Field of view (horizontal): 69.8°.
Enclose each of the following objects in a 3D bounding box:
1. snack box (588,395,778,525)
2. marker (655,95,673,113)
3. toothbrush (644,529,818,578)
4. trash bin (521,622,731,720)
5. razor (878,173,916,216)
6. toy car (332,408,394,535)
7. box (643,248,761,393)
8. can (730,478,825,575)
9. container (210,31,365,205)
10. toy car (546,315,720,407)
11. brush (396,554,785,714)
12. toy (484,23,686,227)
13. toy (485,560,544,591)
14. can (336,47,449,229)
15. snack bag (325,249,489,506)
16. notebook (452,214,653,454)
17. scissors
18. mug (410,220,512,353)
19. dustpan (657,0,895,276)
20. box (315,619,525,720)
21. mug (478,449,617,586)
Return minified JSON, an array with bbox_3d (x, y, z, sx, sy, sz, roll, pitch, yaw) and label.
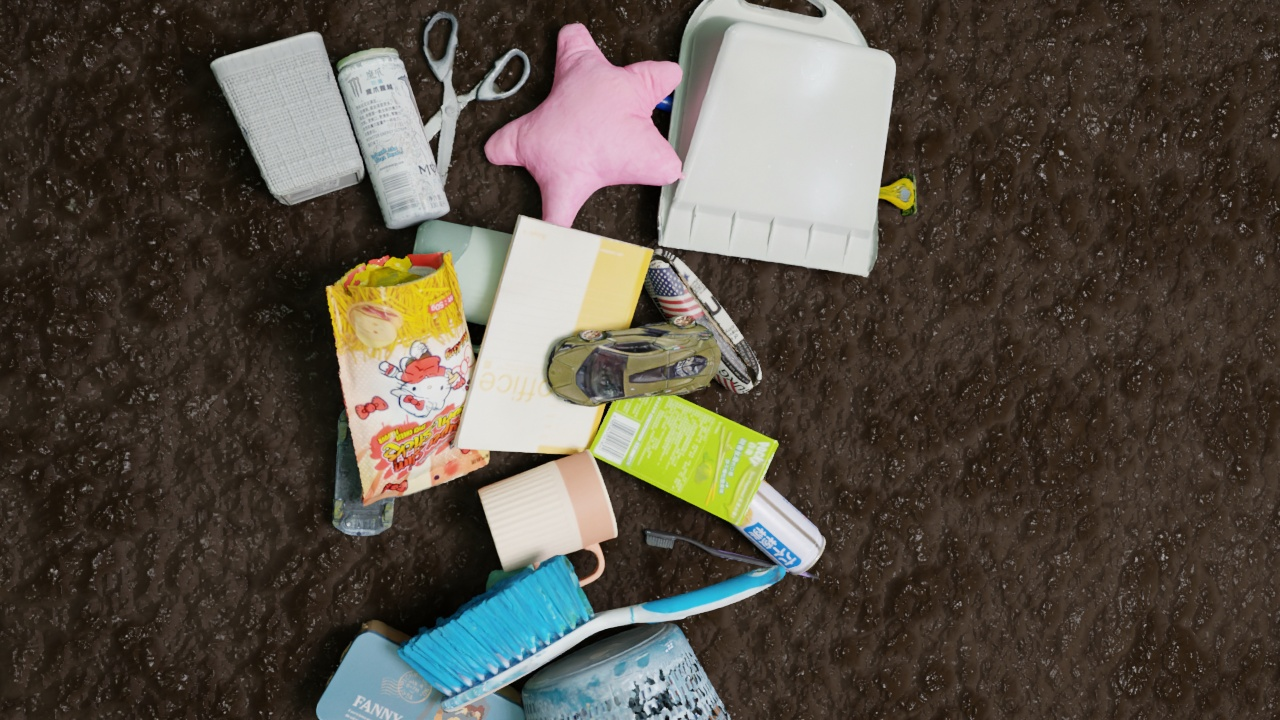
[{"bbox_3d":[0.039,0.082,0.849,0.156,0.026,0.085,23,83,17],"label":"snack box"},{"bbox_3d":[0.075,-0.232,0.898,0.145,0.017,0.017,18,86,-13],"label":"marker"},{"bbox_3d":[0.091,0.195,0.903,0.189,0.014,0.017,17,93,-13],"label":"toothbrush"},{"bbox_3d":[-0.003,0.345,0.795,0.226,0.227,0.195,-20,81,-13],"label":"trash bin"},{"bbox_3d":[0.218,-0.167,0.928,0.132,0.028,0.043,-2,94,-11],"label":"razor"},{"bbox_3d":[-0.243,0.095,0.814,0.054,0.037,0.120,4,97,-18],"label":"toy car"},{"bbox_3d":[0.059,-0.038,0.871,0.164,0.070,0.055,52,55,-12],"label":"box"},{"bbox_3d":[0.115,0.147,0.888,0.134,0.053,0.053,42,81,-10],"label":"can"},{"bbox_3d":[-0.291,-0.200,0.777,0.090,0.090,0.114,-22,98,-12],"label":"container"},{"bbox_3d":[-0.005,0.005,0.818,0.158,0.042,0.070,-8,121,-14],"label":"toy car"},{"bbox_3d":[-0.042,0.206,0.764,0.314,0.060,0.109,-30,88,3],"label":"brush"},{"bbox_3d":[-0.042,-0.199,0.833,0.178,0.074,0.194,30,86,12],"label":"toy"},{"bbox_3d":[-0.117,0.234,0.847,0.096,0.030,0.092,-16,91,-7],"label":"toy"},{"bbox_3d":[-0.216,-0.192,0.801,0.058,0.058,0.147,-18,96,-13],"label":"can"},{"bbox_3d":[-0.190,0.017,0.768,0.128,0.073,0.208,-22,123,-32],"label":"snack bag"},{"bbox_3d":[-0.075,-0.014,0.809,0.145,0.010,0.206,9,105,-39],"label":"notebook"},{"bbox_3d":[-0.173,-0.236,0.842,0.177,0.014,0.159,-25,96,-11],"label":"scissors"},{"bbox_3d":[-0.152,-0.063,0.815,0.106,0.082,0.112,10,106,-14],"label":"mug"},{"bbox_3d":[0.133,-0.238,0.897,0.222,0.142,0.258,7,110,-12],"label":"dustpan"},{"bbox_3d":[-0.197,0.301,0.813,0.184,0.060,0.089,29,83,-13],"label":"box"},{"bbox_3d":[-0.079,0.151,0.826,0.105,0.082,0.114,-18,87,-11],"label":"mug"}]
